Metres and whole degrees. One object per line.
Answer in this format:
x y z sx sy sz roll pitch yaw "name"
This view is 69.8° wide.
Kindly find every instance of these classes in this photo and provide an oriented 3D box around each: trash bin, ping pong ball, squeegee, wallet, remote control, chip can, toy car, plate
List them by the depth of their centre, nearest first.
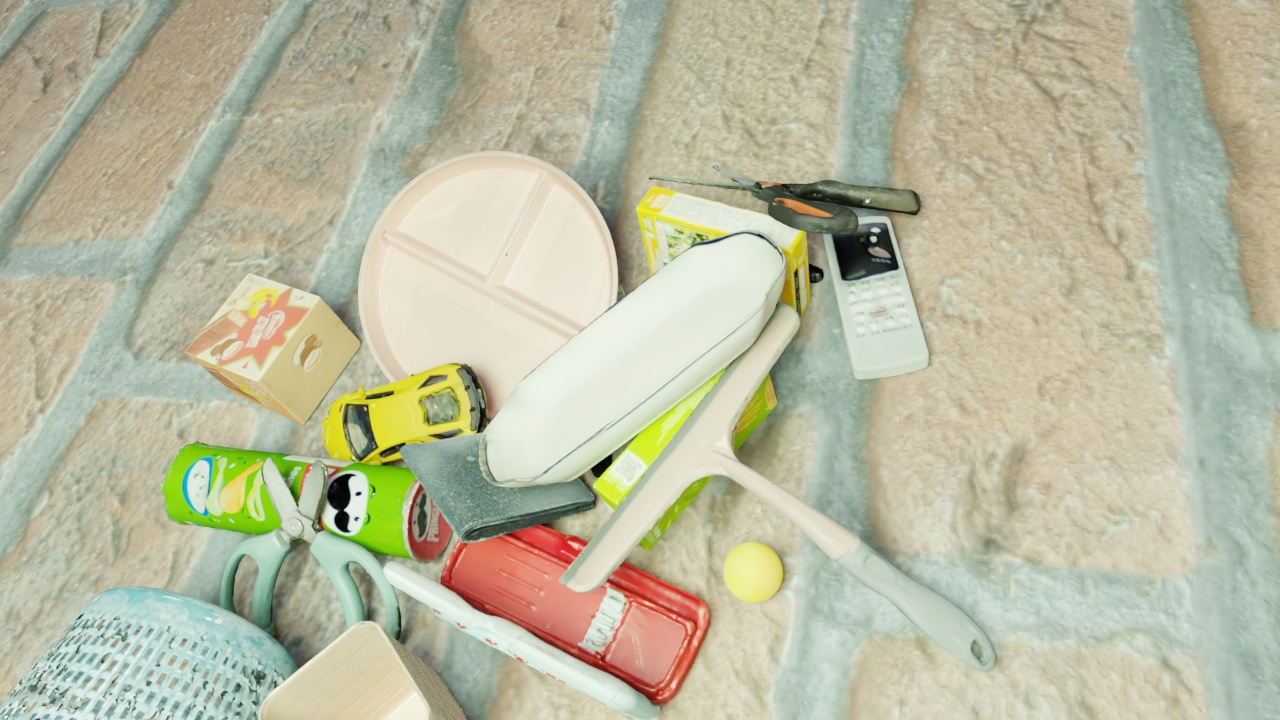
-0.324 0.262 0.578 0.227 0.227 0.194 0 45 16 "trash bin"
0.122 0.115 0.582 0.249 0.040 0.247 36 73 9 "squeegee"
0.077 0.144 0.624 0.040 0.040 0.040 -8 56 11 "ping pong ball"
-0.004 0.004 0.667 0.266 0.034 0.162 -38 26 2 "plate"
-0.104 0.087 0.686 0.120 0.019 0.097 -7 40 -41 "wallet"
-0.265 0.110 0.729 0.236 0.072 0.072 4 59 19 "chip can"
0.186 -0.054 0.734 0.058 0.021 0.149 -11 56 9 "remote control"
-0.195 0.049 0.747 0.156 0.041 0.071 -15 86 15 "toy car"
-0.128 -0.062 0.774 0.230 0.028 0.229 -1 85 12 "plate"

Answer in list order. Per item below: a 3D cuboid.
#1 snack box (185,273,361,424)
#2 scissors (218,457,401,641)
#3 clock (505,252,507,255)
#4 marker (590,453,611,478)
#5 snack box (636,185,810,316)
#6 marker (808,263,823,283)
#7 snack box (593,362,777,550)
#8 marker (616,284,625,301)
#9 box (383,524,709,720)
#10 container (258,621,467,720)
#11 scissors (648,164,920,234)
-0.326 -0.012 0.822 0.094 0.077 0.092 18 64 25 "snack box"
-0.238 0.162 0.678 0.181 0.019 0.170 28 104 11 "scissors"
-0.168 -0.122 0.861 0.116 0.056 0.161 -39 56 -11 "clock"
-0.026 0.037 0.742 0.018 0.015 0.123 -3 60 16 "marker"
0.068 -0.086 0.748 0.140 0.087 0.033 18 58 25 "snack box"
0.101 -0.092 0.790 0.124 0.015 0.018 26 69 25 "marker"
0.037 0.058 0.665 0.026 0.086 0.156 33 71 33 "snack box"
-0.001 -0.012 0.764 0.017 0.017 0.145 -24 54 0 "marker"
-0.063 0.160 0.619 0.202 0.100 0.102 19 66 26 "box"
-0.164 0.239 0.589 0.089 0.111 0.090 -40 56 -11 "container"
0.124 -0.138 0.746 0.220 0.022 0.233 0 22 -15 "scissors"
